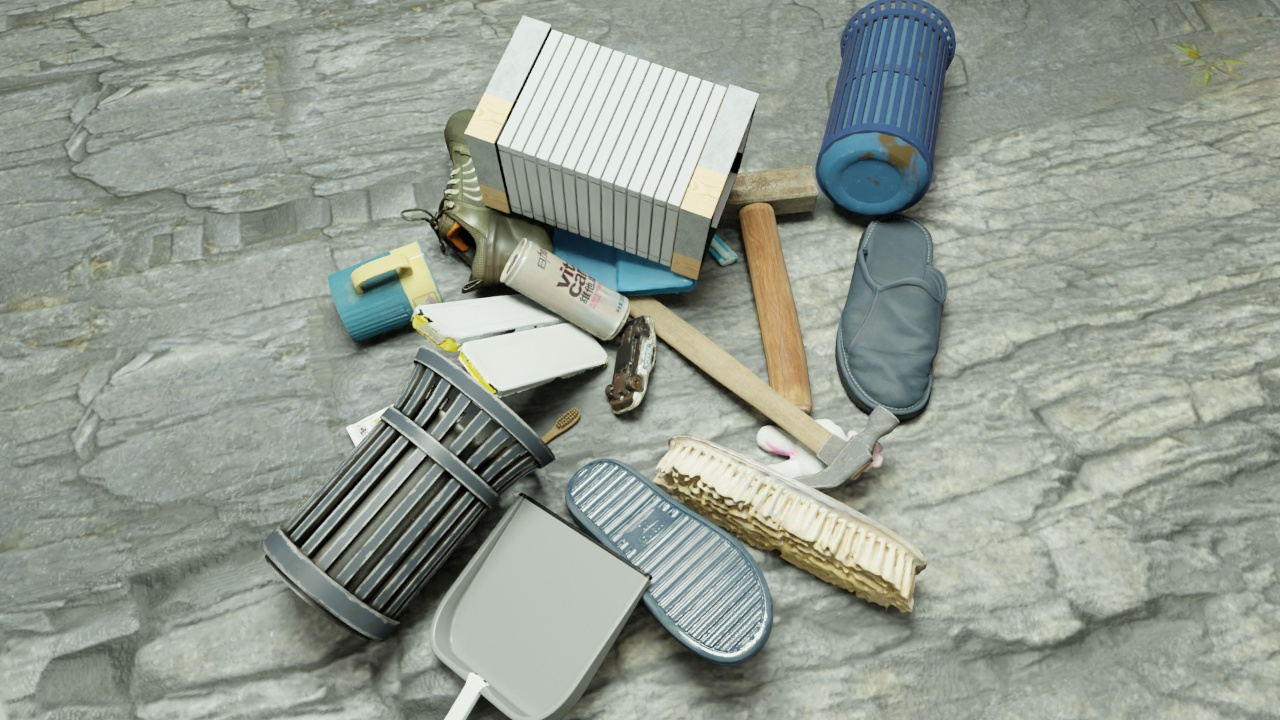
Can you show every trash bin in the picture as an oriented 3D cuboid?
[{"bbox_3d":[0.289,-0.295,1.084,0.139,0.139,0.248,14,57,7],"label":"trash bin"},{"bbox_3d":[-0.215,0.126,0.841,0.164,0.164,0.227,35,75,17],"label":"trash bin"},{"bbox_3d":[-0.028,-0.213,0.938,0.247,0.143,0.142,20,73,5],"label":"trash bin"}]

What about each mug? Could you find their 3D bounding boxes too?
[{"bbox_3d":[-0.275,-0.080,0.986,0.107,0.114,0.083,-20,76,-10],"label":"mug"}]

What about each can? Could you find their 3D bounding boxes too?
[{"bbox_3d":[-0.079,-0.074,0.983,0.135,0.054,0.054,30,61,-18],"label":"can"}]

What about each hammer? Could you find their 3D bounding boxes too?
[{"bbox_3d":[0.139,-0.076,1.018,0.158,0.037,0.300,-7,67,-2],"label":"hammer"},{"bbox_3d":[0.099,0.015,0.956,0.331,0.031,0.119,39,86,28],"label":"hammer"}]

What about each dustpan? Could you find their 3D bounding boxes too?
[{"bbox_3d":[-0.123,0.262,0.818,0.163,0.033,0.257,26,80,32],"label":"dustpan"}]

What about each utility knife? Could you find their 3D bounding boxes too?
[{"bbox_3d":[0.072,-0.156,1.088,0.022,0.015,0.116,-37,66,-1],"label":"utility knife"}]

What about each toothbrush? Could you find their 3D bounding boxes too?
[{"bbox_3d":[-0.125,0.103,0.943,0.166,0.016,0.016,-40,67,-19],"label":"toothbrush"}]

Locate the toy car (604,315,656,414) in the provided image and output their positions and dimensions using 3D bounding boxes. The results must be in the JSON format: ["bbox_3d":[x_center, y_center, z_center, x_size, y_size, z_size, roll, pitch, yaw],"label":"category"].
[{"bbox_3d":[-0.006,0.006,0.983,0.040,0.049,0.112,26,60,-31],"label":"toy car"}]

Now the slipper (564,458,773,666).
[{"bbox_3d":[0.028,0.190,0.867,0.101,0.082,0.263,-38,49,-15],"label":"slipper"}]

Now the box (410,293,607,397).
[{"bbox_3d":[-0.126,-0.022,0.934,0.129,0.034,0.209,42,25,18],"label":"box"}]

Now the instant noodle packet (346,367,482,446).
[{"bbox_3d":[-0.226,0.070,0.953,0.134,0.026,0.087,-29,65,-16],"label":"instant noodle packet"}]

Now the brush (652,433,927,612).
[{"bbox_3d":[0.140,0.152,0.879,0.271,0.083,0.056,26,63,12],"label":"brush"}]

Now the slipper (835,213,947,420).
[{"bbox_3d":[0.280,-0.067,1.003,0.109,0.084,0.265,12,63,3],"label":"slipper"}]

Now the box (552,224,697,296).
[{"bbox_3d":[-0.020,-0.181,1.049,0.175,0.033,0.231,-5,73,17],"label":"box"}]

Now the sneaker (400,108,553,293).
[{"bbox_3d":[-0.205,-0.170,1.046,0.142,0.101,0.237,-19,69,-18],"label":"sneaker"}]

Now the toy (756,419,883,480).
[{"bbox_3d":[0.182,0.097,0.934,0.125,0.037,0.075,-6,65,12],"label":"toy"}]
